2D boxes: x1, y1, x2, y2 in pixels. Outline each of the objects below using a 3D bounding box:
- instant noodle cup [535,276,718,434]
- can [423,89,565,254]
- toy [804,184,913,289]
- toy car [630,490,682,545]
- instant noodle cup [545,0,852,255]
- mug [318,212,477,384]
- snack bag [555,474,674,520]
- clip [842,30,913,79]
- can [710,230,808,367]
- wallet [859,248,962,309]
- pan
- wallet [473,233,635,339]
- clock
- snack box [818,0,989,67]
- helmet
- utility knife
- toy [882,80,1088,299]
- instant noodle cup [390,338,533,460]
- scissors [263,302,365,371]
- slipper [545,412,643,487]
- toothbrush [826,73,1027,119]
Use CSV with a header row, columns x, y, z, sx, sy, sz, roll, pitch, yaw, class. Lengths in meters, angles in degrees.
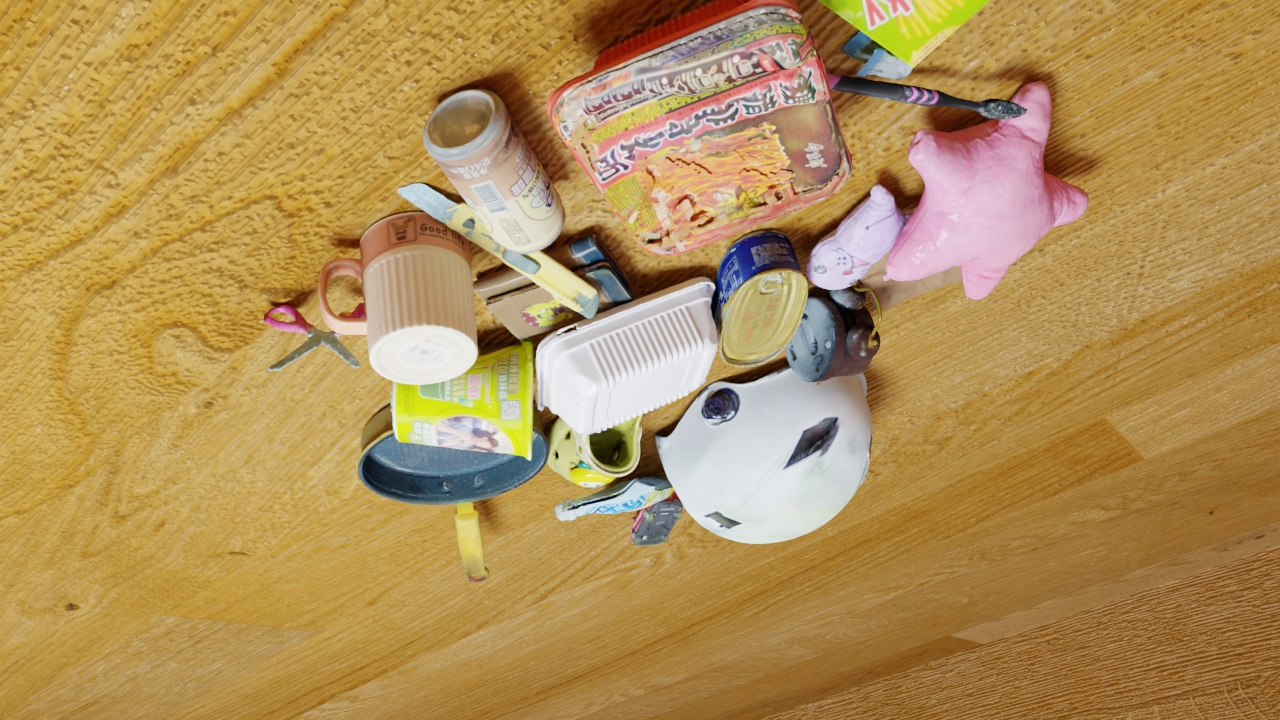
x,y,z,sx,sy,sz,roll,pitch,yaw,class
-0.005,0.005,0.829,0.173,0.060,0.138,-23,156,-18,instant noodle cup
-0.098,-0.127,0.633,0.058,0.058,0.116,-18,148,10,can
0.190,-0.100,0.790,0.083,0.039,0.108,20,129,-34,toy
0.020,0.209,1.224,0.053,0.045,0.121,2,141,-18,toy car
0.044,-0.159,0.609,0.165,0.079,0.189,-18,147,15,instant noodle cup
-0.181,-0.046,0.689,0.114,0.105,0.082,-1,147,-19,mug
-0.023,0.161,1.081,0.110,0.039,0.191,-13,171,17,snack bag
0.169,-0.207,0.637,0.058,0.045,0.027,4,142,-42,clip
0.105,-0.053,0.832,0.074,0.049,0.148,-8,148,-8,can
0.256,-0.090,0.857,0.101,0.020,0.115,-21,150,18,wallet
-0.199,0.152,1.026,0.197,0.078,0.358,-7,148,-9,pan
-0.071,-0.060,0.779,0.115,0.033,0.090,-17,149,14,wallet
0.186,-0.026,0.871,0.055,0.082,0.122,-2,154,-26,clock
0.152,-0.247,0.561,0.156,0.026,0.086,16,140,-38,snack box
0.153,0.121,1.034,0.259,0.145,0.228,-34,143,30,helmet
-0.103,-0.086,0.711,0.188,0.020,0.031,34,115,-25,utility knife
0.266,-0.126,0.737,0.179,0.074,0.194,-40,132,11,toy
-0.160,0.034,0.835,0.123,0.111,0.112,1,147,-7,instant noodle cup
-0.252,-0.022,0.717,0.131,0.133,0.017,13,118,15,scissors
-0.044,0.086,0.976,0.091,0.081,0.191,5,142,-22,slipper
0.188,-0.190,0.651,0.189,0.018,0.014,5,102,-11,toothbrush
